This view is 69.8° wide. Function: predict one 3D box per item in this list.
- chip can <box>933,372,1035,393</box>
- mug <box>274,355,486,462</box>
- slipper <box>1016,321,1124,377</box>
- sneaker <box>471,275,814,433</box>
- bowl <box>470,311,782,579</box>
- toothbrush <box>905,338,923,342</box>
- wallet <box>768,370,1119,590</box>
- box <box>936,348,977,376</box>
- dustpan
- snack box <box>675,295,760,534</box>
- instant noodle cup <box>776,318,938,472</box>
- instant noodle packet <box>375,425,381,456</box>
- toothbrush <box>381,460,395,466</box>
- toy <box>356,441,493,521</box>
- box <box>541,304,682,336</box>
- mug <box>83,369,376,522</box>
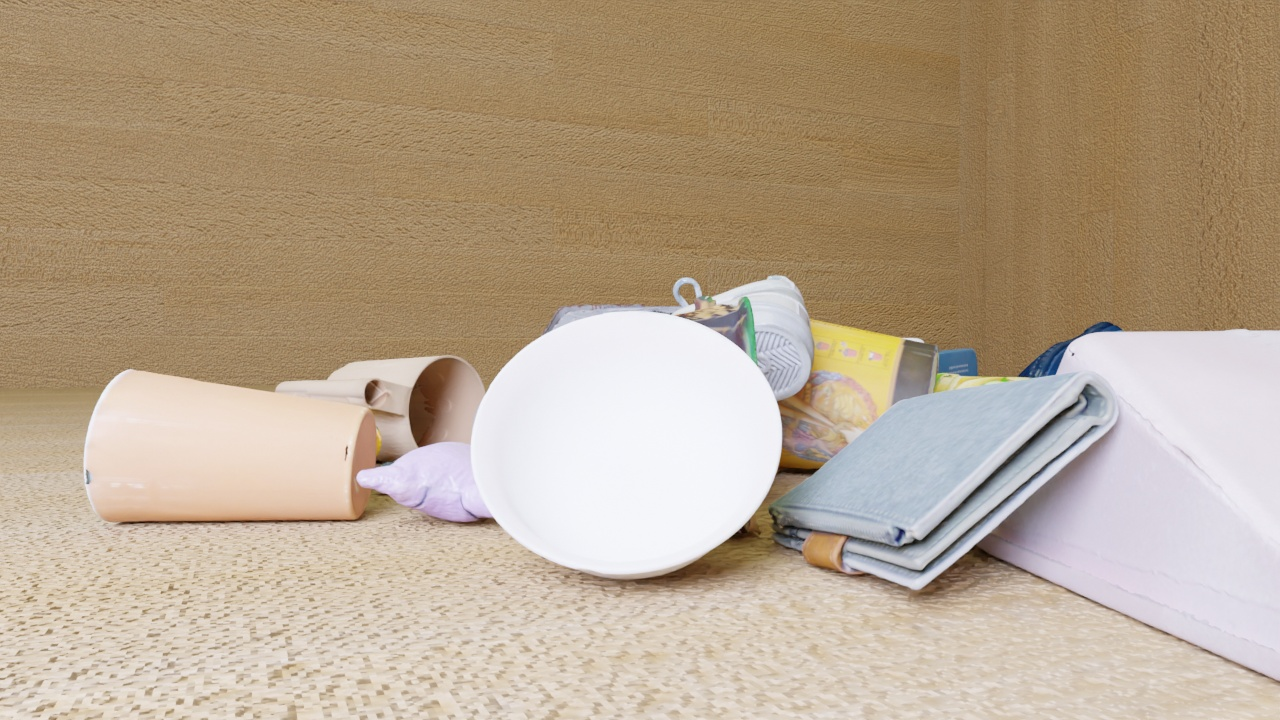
[{"bbox_3d":[0.303,0.045,0.636,0.222,0.072,0.072,0,1,39],"label":"chip can"},{"bbox_3d":[-0.195,0.035,0.691,0.104,0.084,0.124,-2,-13,33],"label":"mug"},{"bbox_3d":[0.375,0.038,0.791,0.095,0.105,0.252,45,39,22],"label":"slipper"},{"bbox_3d":[-0.004,0.004,0.604,0.243,0.089,0.090,-19,30,22],"label":"sneaker"},{"bbox_3d":[-0.004,0.045,0.373,0.118,0.118,0.065,0,-38,5],"label":"bowl"},{"bbox_3d":[0.129,-0.004,0.717,0.180,0.016,0.016,-5,33,9],"label":"toothbrush"},{"bbox_3d":[0.111,0.049,0.369,0.106,0.037,0.130,-37,3,-13],"label":"wallet"},{"bbox_3d":[0.230,0.035,0.768,0.059,0.090,0.183,0,5,41],"label":"box"},{"bbox_3d":[0.260,0.081,0.345,0.222,0.139,0.273,1,29,-8],"label":"dustpan"},{"bbox_3d":[-0.003,0.027,0.464,0.105,0.117,0.118,-4,3,-7],"label":"snack box"},{"bbox_3d":[0.143,0.028,0.641,0.114,0.118,0.118,8,3,20],"label":"instant noodle cup"},{"bbox_3d":[-0.228,0.060,0.571,0.111,0.044,0.128,-7,-3,-4],"label":"instant noodle packet"},{"bbox_3d":[-0.132,0.071,0.648,0.016,0.018,0.191,4,2,16],"label":"toothbrush"},{"bbox_3d":[-0.094,0.064,0.481,0.084,0.039,0.108,14,-5,-2],"label":"toy"},{"bbox_3d":[0.006,0.046,0.864,0.180,0.156,0.227,1,-41,16],"label":"box"},{"bbox_3d":[-0.203,0.048,0.472,0.122,0.078,0.078,5,0,-4],"label":"mug"}]
